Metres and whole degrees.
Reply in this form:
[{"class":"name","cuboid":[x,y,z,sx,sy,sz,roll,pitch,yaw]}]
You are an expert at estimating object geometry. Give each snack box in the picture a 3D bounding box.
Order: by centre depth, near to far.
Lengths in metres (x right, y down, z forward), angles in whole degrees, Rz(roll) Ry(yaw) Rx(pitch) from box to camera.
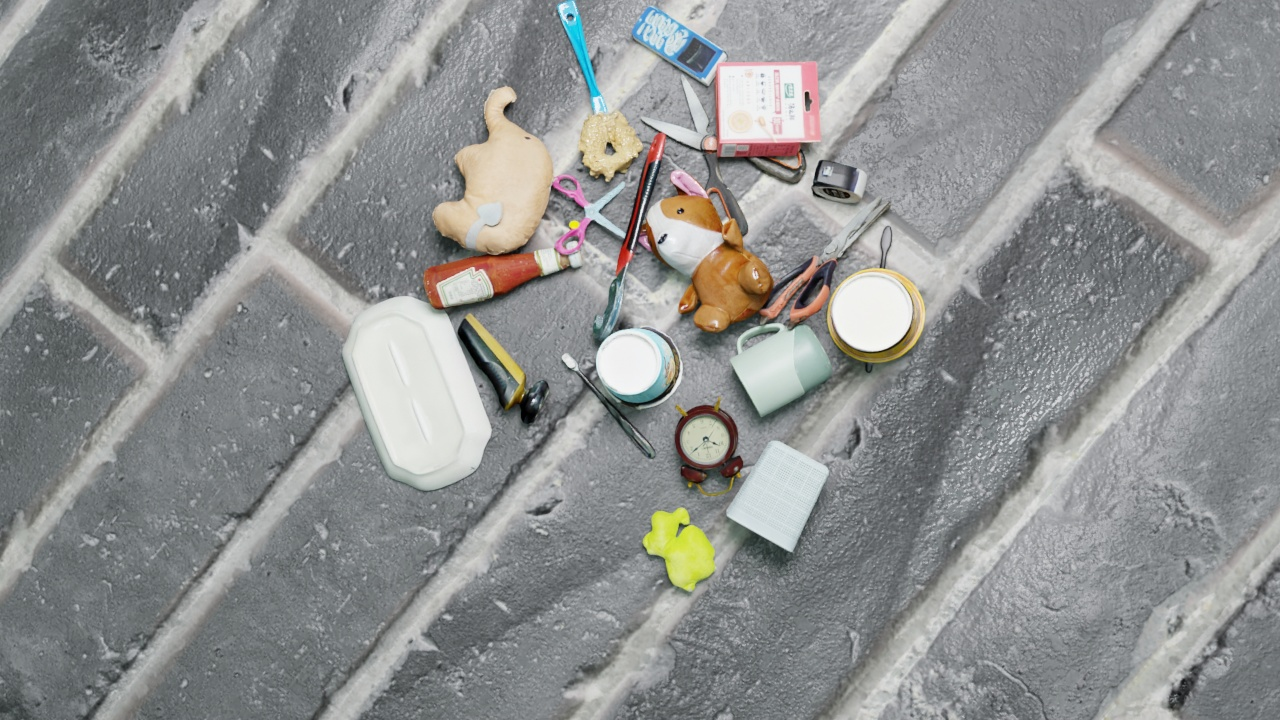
[{"class":"snack box","cuboid":[0.160,-0.319,1.165,0.127,0.044,0.113,0,77,1]}]

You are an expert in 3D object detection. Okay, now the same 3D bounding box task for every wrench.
[{"class":"wrench","cuboid":[-0.012,-0.156,1.162,0.016,0.056,0.273,16,93,-24]}]

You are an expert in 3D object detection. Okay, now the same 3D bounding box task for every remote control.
[{"class":"remote control","cuboid":[0.050,-0.413,1.204,0.125,0.024,0.049,35,92,8]}]

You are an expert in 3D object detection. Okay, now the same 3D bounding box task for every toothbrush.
[{"class":"toothbrush","cuboid":[0.303,-0.078,1.169,0.014,0.016,0.189,8,92,16]},{"class":"toothbrush","cuboid":[-0.042,0.059,1.201,0.015,0.018,0.181,-42,85,0]}]

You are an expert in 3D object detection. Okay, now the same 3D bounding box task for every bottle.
[{"class":"bottle","cuboid":[-0.179,-0.117,1.203,0.206,0.060,0.059,-14,86,0]}]

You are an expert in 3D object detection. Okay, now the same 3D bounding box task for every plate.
[{"class":"plate","cuboid":[-0.304,0.043,1.222,0.162,0.034,0.265,-22,85,5]}]

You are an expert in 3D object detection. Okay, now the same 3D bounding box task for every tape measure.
[{"class":"tape measure","cuboid":[0.250,-0.223,1.152,0.066,0.065,0.033,15,87,8]}]

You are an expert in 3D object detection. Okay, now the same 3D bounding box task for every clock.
[{"class":"clock","cuboid":[0.086,0.111,1.163,0.082,0.055,0.122,-11,88,6]}]

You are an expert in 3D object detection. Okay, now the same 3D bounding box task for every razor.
[{"class":"razor","cuboid":[-0.182,0.007,1.206,0.067,0.062,0.167,-34,77,-26]}]

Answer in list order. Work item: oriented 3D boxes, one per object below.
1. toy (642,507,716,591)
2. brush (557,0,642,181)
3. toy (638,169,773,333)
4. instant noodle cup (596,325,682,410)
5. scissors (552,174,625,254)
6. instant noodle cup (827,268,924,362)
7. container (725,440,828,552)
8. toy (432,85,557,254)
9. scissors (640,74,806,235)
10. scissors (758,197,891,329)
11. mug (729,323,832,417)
[{"class":"toy","cuboid":[0.053,0.240,1.174,0.100,0.031,0.096,20,88,7]},{"class":"brush","cuboid":[-0.064,-0.358,1.212,0.083,0.046,0.254,-17,82,4]},{"class":"toy","cuboid":[0.072,-0.132,1.145,0.140,0.130,0.199,-43,69,28]},{"class":"instant noodle cup","cuboid":[-0.007,0.007,1.145,0.111,0.120,0.111,0,88,7]},{"class":"scissors","cuboid":[-0.070,-0.195,1.200,0.134,0.017,0.133,42,74,12]},{"class":"instant noodle cup","cuboid":[0.281,-0.056,1.108,0.119,0.114,0.118,0,91,18]},{"class":"container","cuboid":[0.172,0.164,1.135,0.090,0.090,0.111,29,89,6]},{"class":"toy","cuboid":[-0.178,-0.244,1.195,0.143,0.082,0.225,15,75,1]},{"class":"scissors","cuboid":[0.105,-0.262,1.193,0.221,0.021,0.227,5,89,6]},{"class":"scissors","cuboid":[0.238,-0.121,1.148,0.205,0.198,0.015,-23,128,28]},{"class":"mug","cuboid":[0.171,-0.001,1.151,0.106,0.082,0.111,-30,56,5]}]
